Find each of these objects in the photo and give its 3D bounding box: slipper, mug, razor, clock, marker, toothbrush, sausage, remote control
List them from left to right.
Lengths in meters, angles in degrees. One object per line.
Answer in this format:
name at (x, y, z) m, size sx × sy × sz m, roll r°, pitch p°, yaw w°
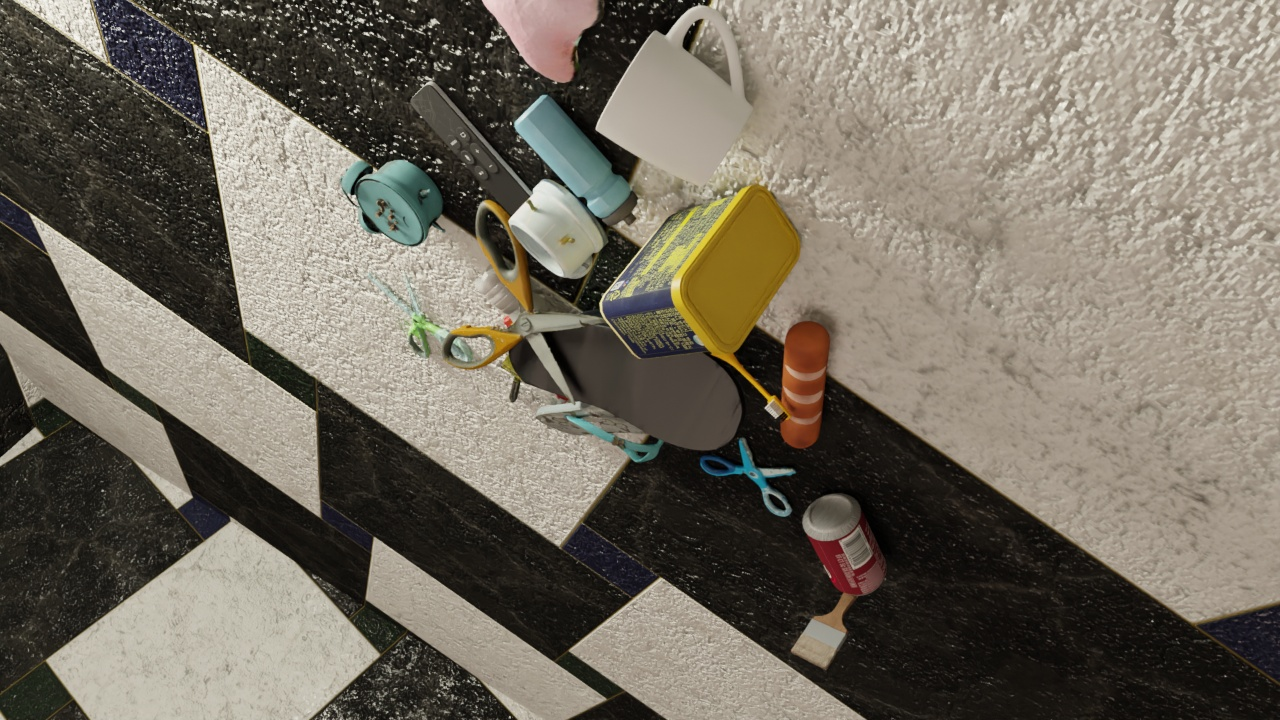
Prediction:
clock at (-0.264, -0.169, 0.967) m, size 0.124 × 0.053 × 0.090 m, roll 20°, pitch 144°, yaw 23°
remote control at (-0.157, -0.198, 0.870) m, size 0.146 × 0.008 × 0.045 m, roll 48°, pitch 146°, yaw -20°
razor at (-0.157, 0.029, 1.160) m, size 0.042 × 0.026 × 0.106 m, roll 31°, pitch 152°, yaw 2°
marker at (-0.125, 0.002, 1.100) m, size 0.013 × 0.012 × 0.142 m, roll 4°, pitch 137°, yaw 40°
clock at (-0.076, -0.117, 0.848) m, size 0.083 × 0.057 × 0.118 m, roll 41°, pitch 170°, yaw 4°
slipper at (-0.038, 0.080, 1.062) m, size 0.269 × 0.054 × 0.098 m, roll -3°, pitch 152°, yaw 47°
slipper at (-0.005, 0.005, 0.941) m, size 0.266 × 0.083 × 0.109 m, roll 17°, pitch 111°, yaw 25°
mug at (0.034, -0.189, 0.652) m, size 0.087 × 0.080 × 0.114 m, roll 32°, pitch 118°, yaw -6°
toothbrush at (0.069, -0.017, 0.852) m, size 0.196 × 0.030 × 0.031 m, roll 46°, pitch 148°, yaw 5°
sausage at (0.150, 0.023, 0.842) m, size 0.039 × 0.044 × 0.164 m, roll 5°, pitch 141°, yaw 10°

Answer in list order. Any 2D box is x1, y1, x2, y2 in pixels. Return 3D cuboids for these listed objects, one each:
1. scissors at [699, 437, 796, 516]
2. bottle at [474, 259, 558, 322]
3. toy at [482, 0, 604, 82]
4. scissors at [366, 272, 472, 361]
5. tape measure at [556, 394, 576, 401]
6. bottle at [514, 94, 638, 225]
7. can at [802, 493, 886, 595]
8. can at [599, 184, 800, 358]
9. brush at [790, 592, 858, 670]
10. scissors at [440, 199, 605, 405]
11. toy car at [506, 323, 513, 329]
scissors at (0.122, 0.129, 1.041) m, size 0.140 × 0.011 × 0.134 m, roll 12°, pitch 144°, yaw 35°
bottle at (-0.118, -0.050, 0.995) m, size 0.136 × 0.044 × 0.044 m, roll 45°, pitch 147°, yaw -15°
toy at (-0.075, -0.256, 0.677) m, size 0.093 × 0.050 × 0.103 m, roll 33°, pitch 152°, yaw -3°
scissors at (-0.279, -0.052, 1.179) m, size 0.166 × 0.024 × 0.172 m, roll 31°, pitch 151°, yaw 17°
tape measure at (-0.075, 0.023, 1.044) m, size 0.019 × 0.051 × 0.059 m, roll 2°, pitch 135°, yaw 42°
bottle at (-0.050, -0.165, 0.783) m, size 0.130 × 0.040 × 0.040 m, roll 46°, pitch 147°, yaw -17°
can at (0.221, 0.199, 0.990) m, size 0.063 × 0.063 × 0.114 m, roll 3°, pitch 136°, yaw 41°
can at (0.046, -0.067, 0.736) m, size 0.105 × 0.135 × 0.075 m, roll -7°, pitch 129°, yaw 51°
brush at (0.223, 0.274, 1.012) m, size 0.045 × 0.142 × 0.008 m, roll 17°, pitch 144°, yaw 42°
scissors at (-0.132, -0.054, 0.937) m, size 0.226 × 0.016 × 0.230 m, roll -6°, pitch 101°, yaw 34°
toy car at (-0.116, -0.007, 1.063) m, size 0.049 × 0.030 × 0.107 m, roll 6°, pitch 140°, yaw 40°
